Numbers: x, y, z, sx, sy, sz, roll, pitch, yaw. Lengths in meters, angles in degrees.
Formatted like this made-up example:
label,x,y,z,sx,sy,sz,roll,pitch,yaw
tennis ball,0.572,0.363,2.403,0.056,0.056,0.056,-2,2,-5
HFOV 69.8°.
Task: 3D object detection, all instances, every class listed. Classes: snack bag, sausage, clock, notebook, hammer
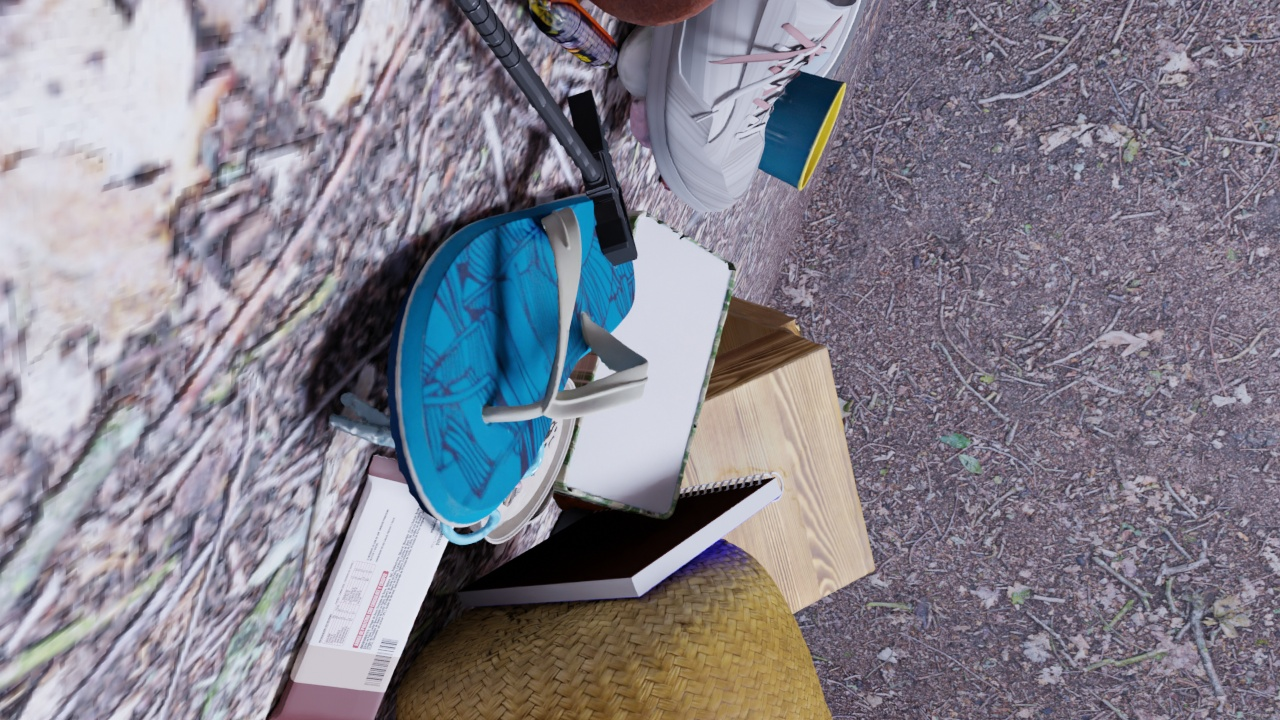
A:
label,x,y,z,sx,sy,sz,roll,pitch,yaw
snack bag,-0.140,0.126,0.472,0.013,0.057,0.158,33,-78,58
sausage,-0.028,-0.150,0.422,0.155,0.020,0.020,-60,172,-77
clock,-0.086,0.060,0.554,0.103,0.061,0.157,-58,161,-30
notebook,-0.016,0.138,0.702,0.171,0.022,0.210,-24,-176,-44
hammer,-0.053,-0.124,0.337,0.325,0.015,0.095,39,36,-74

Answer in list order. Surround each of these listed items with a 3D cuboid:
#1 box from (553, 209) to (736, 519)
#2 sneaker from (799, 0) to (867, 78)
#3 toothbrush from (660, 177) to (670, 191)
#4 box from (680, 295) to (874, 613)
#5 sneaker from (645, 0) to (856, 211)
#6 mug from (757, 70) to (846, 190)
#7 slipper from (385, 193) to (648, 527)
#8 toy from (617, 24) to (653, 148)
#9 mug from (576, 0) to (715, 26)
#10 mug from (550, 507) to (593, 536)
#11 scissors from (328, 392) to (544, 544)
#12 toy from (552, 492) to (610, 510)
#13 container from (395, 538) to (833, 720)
label,x,y,z,sx,sy,sz,roll,pitch,yaw
box,-0.004,0.004,0.659,0.117,0.051,0.205,21,78,-40
sneaker,0.150,-0.350,0.798,0.160,0.093,0.257,-31,146,-59
toothbrush,0.062,-0.230,0.786,0.016,0.016,0.189,79,36,-82
box,0.090,0.100,1.075,0.336,0.285,0.279,33,-38,66
sneaker,0.068,-0.184,0.512,0.099,0.089,0.237,-35,138,-39
mug,0.073,-0.179,0.649,0.078,0.121,0.078,-62,169,-21
slipper,-0.038,-0.027,0.472,0.294,0.060,0.118,-55,129,-62
toy,0.016,-0.189,0.555,0.079,0.038,0.123,-34,140,-58
mug,0.010,-0.196,0.407,0.123,0.096,0.110,-34,-172,40
mug,-0.052,0.214,1.037,0.114,0.088,0.078,92,24,-67
scissors,-0.104,0.053,0.441,0.141,0.015,0.076,28,93,-48
toy,-0.036,0.076,0.774,0.112,0.096,0.176,-63,-167,-14
container,-0.023,0.257,0.663,0.306,0.307,0.196,-30,100,-74
